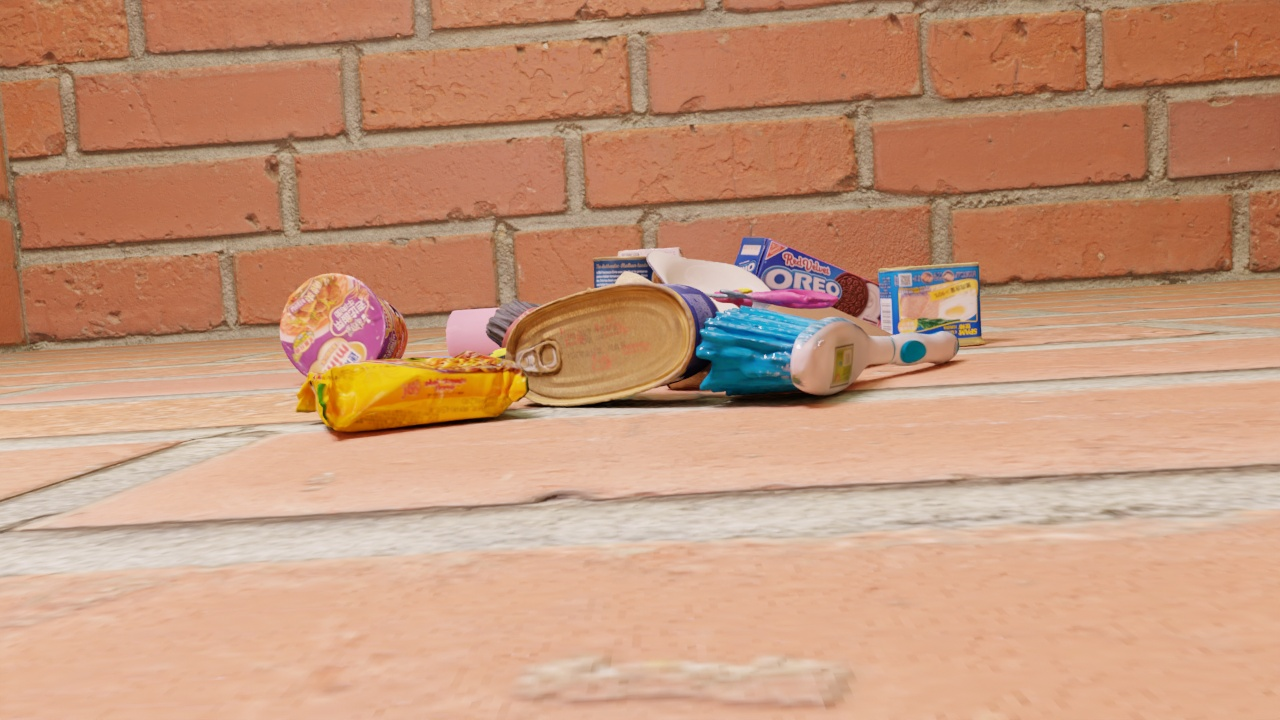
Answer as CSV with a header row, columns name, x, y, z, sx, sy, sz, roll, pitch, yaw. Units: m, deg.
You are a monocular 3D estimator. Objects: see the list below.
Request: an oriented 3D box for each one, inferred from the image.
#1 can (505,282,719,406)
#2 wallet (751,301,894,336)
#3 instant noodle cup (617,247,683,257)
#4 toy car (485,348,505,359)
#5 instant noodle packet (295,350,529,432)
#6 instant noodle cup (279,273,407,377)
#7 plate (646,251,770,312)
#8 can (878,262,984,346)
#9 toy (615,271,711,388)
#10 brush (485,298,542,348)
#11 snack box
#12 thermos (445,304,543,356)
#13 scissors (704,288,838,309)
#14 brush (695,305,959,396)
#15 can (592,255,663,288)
name,x,y,z,sx,sy,sz,roll,pitch,yaw
can,-0.019,-0.011,0.616,0.148,0.074,0.049,-13,-2,30
wallet,0.157,-0.029,0.809,0.115,0.033,0.090,26,23,34
instant noodle cup,0.017,-0.074,1.129,0.117,0.124,0.116,-3,5,6
toy car,-0.101,0.004,0.800,0.105,0.032,0.048,-3,4,-13
instant noodle packet,-0.149,0.018,0.585,0.128,0.044,0.111,-6,1,-26
instant noodle cup,-0.299,-0.029,0.959,0.112,0.111,0.099,-3,-4,9
plate,0.089,-0.044,0.880,0.163,0.034,0.164,4,35,-42
can,0.296,-0.056,0.939,0.102,0.083,0.057,-4,5,-5
toy,0.021,-0.029,0.723,0.105,0.066,0.157,35,9,-31
brush,-0.100,-0.023,0.926,0.069,0.063,0.145,34,7,13
snack box,0.204,-0.080,1.031,0.207,0.057,0.058,19,2,-23
thermos,-0.114,-0.026,1.048,0.199,0.067,0.087,-3,-25,10
scissors,0.075,-0.045,0.656,0.134,0.017,0.133,5,2,13
brush,0.151,-0.007,0.666,0.110,0.060,0.313,5,5,28
can,-0.011,-0.052,0.955,0.075,0.111,0.075,-1,5,0
